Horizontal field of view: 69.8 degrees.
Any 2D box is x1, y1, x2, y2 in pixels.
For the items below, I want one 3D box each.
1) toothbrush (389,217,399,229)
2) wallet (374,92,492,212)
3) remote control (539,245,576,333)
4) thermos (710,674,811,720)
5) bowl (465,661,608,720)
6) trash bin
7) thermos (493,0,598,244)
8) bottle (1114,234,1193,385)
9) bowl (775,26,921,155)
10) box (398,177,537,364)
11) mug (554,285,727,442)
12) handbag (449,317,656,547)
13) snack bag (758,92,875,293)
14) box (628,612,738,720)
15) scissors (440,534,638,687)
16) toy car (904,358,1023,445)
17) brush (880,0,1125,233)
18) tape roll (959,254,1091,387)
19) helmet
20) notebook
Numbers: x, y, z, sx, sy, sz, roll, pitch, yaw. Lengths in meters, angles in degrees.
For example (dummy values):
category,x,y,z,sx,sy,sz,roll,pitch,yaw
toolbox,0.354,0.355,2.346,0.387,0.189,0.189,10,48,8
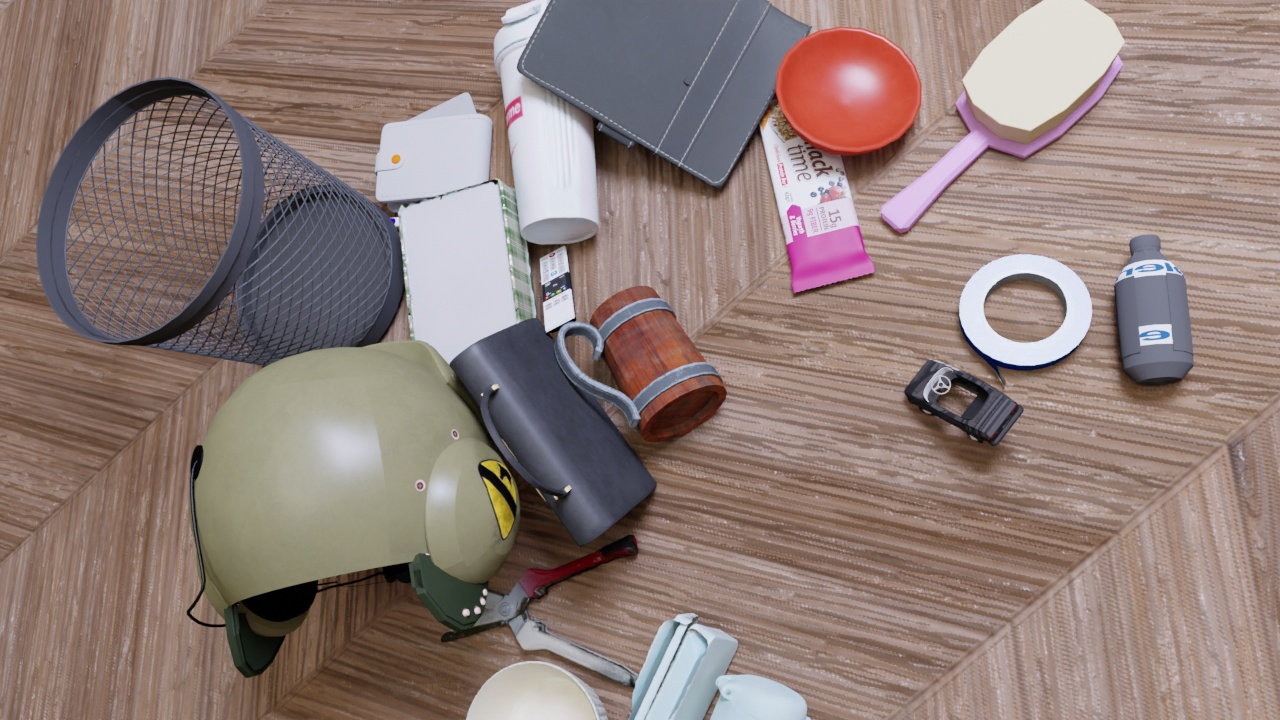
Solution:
category,x,y,z,sx,sy,sz,roll,pitch,yaw
toothbrush,-0.204,-0.142,0.910,0.187,0.015,0.016,-5,76,17
wallet,-0.206,-0.210,0.917,0.118,0.037,0.115,-2,75,14
remote control,-0.073,-0.063,0.815,0.028,0.012,0.124,-27,35,10
thermos,0.056,0.333,0.671,0.078,0.065,0.206,25,84,-1
bowl,-0.074,0.296,0.725,0.115,0.062,0.115,-5,74,17
trash bin,-0.357,-0.100,0.825,0.218,0.227,0.217,-4,78,20
thermos,-0.083,-0.223,0.850,0.099,0.099,0.220,-10,76,15
bottle,0.376,-0.038,0.674,0.047,0.047,0.112,-2,75,18
bowl,0.175,-0.223,0.784,0.122,0.035,0.121,0,72,1
box,-0.156,-0.057,0.846,0.118,0.050,0.205,-14,77,17
mug,-0.005,0.004,0.759,0.117,0.082,0.111,-15,61,-29
handbag,-0.075,0.058,0.689,0.072,0.195,0.176,-36,88,6
snack bag,0.147,-0.158,0.798,0.070,0.016,0.196,-13,72,13
box,0.008,0.290,0.692,0.067,0.083,0.199,26,85,5
scissors,-0.074,0.214,0.772,0.198,0.015,0.179,-42,67,5
toy car,0.240,0.029,0.691,0.040,0.037,0.092,-53,34,1
brush,0.286,-0.196,0.747,0.229,0.043,0.089,-43,67,3
tape roll,0.298,-0.038,0.715,0.093,0.016,0.091,-31,68,8
helmet,-0.210,0.101,0.705,0.251,0.255,0.232,-16,75,14
notebook,0.019,-0.268,0.797,0.209,0.029,0.169,30,101,-5
